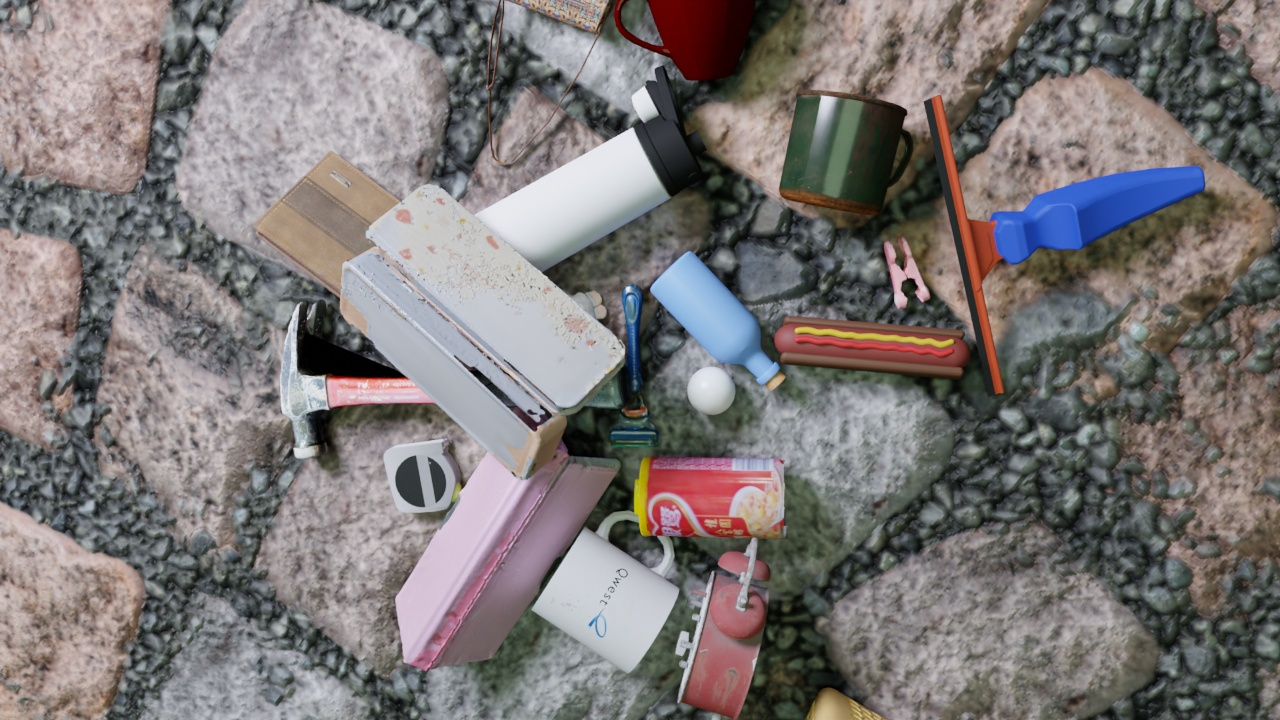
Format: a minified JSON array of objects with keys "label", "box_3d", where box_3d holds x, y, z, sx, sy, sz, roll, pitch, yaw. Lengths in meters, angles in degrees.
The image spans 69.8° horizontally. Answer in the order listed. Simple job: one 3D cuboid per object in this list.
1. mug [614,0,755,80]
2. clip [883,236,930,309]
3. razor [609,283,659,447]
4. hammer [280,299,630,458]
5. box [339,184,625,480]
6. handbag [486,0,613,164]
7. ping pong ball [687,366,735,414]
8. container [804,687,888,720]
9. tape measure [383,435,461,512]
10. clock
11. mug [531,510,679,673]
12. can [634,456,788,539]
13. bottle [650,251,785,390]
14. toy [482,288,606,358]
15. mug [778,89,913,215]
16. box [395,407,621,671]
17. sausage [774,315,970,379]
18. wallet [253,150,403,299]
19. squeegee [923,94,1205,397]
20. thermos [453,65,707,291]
[{"label":"mug","box_3d":[0.036,-0.264,0.711,0.114,0.087,0.088,-10,114,-7]},{"label":"clip","box_3d":[0.218,-0.071,0.743,0.044,0.023,0.060,2,100,3]},{"label":"razor","box_3d":[-0.005,0.005,0.787,0.044,0.018,0.141,0,94,9]},{"label":"hammer","box_3d":[-0.165,0.015,0.772,0.327,0.036,0.140,-1,97,20]},{"label":"box","box_3d":[-0.125,-0.024,0.714,0.217,0.095,0.115,41,137,12]},{"label":"handbag","box_3d":[-0.082,-0.256,0.761,0.093,0.043,0.196,21,109,1]},{"label":"ping pong ball","box_3d":[0.059,0.025,0.768,0.040,0.040,0.040,1,98,8]},{"label":"container","box_3d":[0.202,0.369,0.731,0.183,0.167,0.129,24,100,4]},{"label":"tape measure","box_3d":[-0.195,0.103,0.828,0.064,0.016,0.065,-8,96,10]},{"label":"clock","box_3d":[0.067,0.216,0.752,0.062,0.109,0.157,16,115,5]},{"label":"mug","box_3d":[-0.020,0.189,0.789,0.096,0.083,0.119,33,73,3]},{"label":"can","box_3d":[0.060,0.114,0.767,0.124,0.066,0.067,0,98,8]},{"label":"bottle","box_3d":[0.069,-0.028,0.756,0.048,0.048,0.131,-44,90,11]},{"label":"toy","box_3d":[-0.085,-0.022,0.782,0.112,0.050,0.087,-32,93,17]},{"label":"mug","box_3d":[0.166,-0.157,0.714,0.111,0.085,0.081,5,102,-28]},{"label":"box","box_3d":[-0.112,0.164,0.805,0.106,0.099,0.233,27,101,-30]},{"label":"sausage","box_3d":[0.187,-0.011,0.746,0.156,0.040,0.040,5,98,7]},{"label":"wallet","box_3d":[-0.253,-0.111,0.786,0.121,0.027,0.098,37,72,4]},{"label":"squeegee","box_3d":[0.332,-0.111,0.704,0.185,0.055,0.249,-17,112,10]},{"label":"thermos","box_3d":[-0.060,-0.141,0.754,0.230,0.068,0.101,-28,80,10]}]
